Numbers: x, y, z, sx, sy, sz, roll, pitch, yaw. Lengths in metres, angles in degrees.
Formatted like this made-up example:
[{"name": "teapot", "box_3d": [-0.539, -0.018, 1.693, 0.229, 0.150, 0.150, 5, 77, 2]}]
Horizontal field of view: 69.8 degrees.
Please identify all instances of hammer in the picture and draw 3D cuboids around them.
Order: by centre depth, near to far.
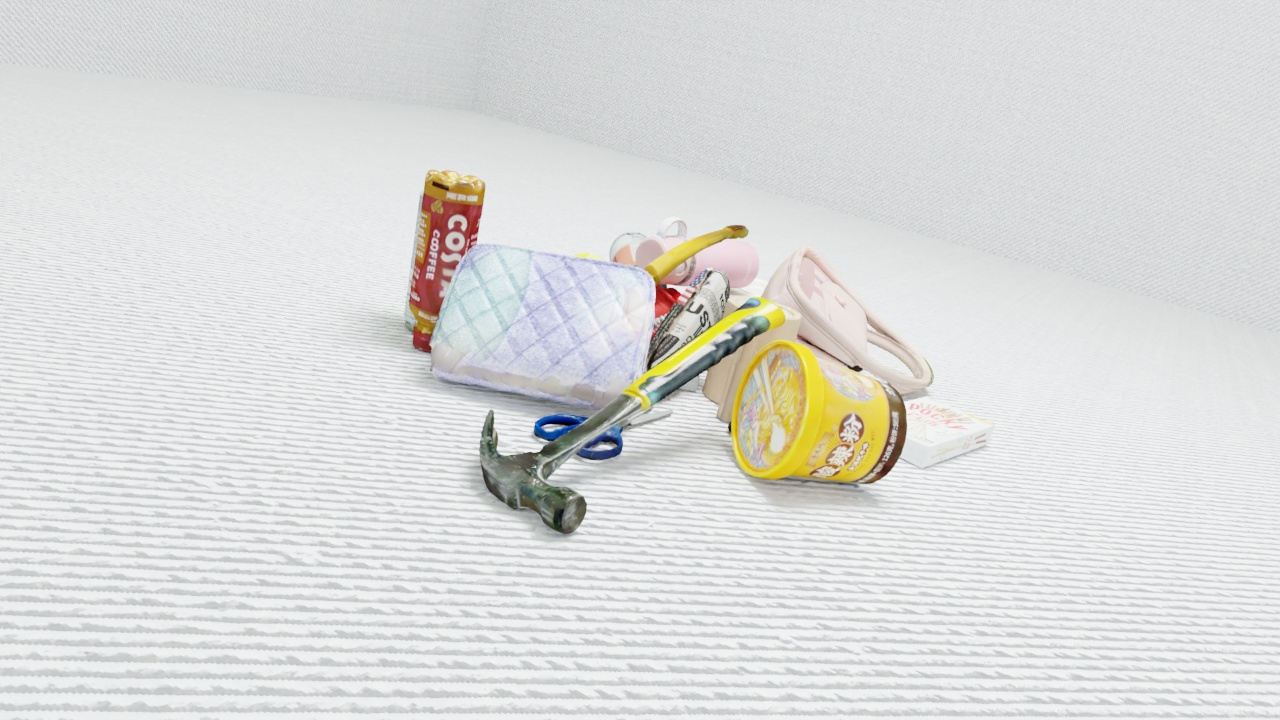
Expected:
[{"name": "hammer", "box_3d": [0.005, 0.022, 0.744, 0.126, 0.032, 0.322, 24, 42, 35]}]

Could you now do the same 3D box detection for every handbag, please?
[{"name": "handbag", "box_3d": [-0.084, -0.028, 0.846, 0.194, 0.134, 0.076, 11, -26, 9]}, {"name": "handbag", "box_3d": [0.259, -0.032, 1.142, 0.234, 0.094, 0.192, 32, 28, -1]}]

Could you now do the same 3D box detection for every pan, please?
[{"name": "pan", "box_3d": [-0.023, -0.087, 1.021, 0.356, 0.078, 0.198, -15, 25, -29]}]

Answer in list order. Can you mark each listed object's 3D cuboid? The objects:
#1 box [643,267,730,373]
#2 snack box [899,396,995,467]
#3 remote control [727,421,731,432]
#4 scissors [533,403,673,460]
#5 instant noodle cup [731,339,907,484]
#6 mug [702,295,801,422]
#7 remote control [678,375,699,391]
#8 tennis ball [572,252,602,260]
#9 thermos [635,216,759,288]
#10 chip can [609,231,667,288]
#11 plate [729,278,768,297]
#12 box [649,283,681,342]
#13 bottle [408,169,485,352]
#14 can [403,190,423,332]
[{"name": "box", "box_3d": [0.051, -0.028, 0.938, 0.052, 0.069, 0.163, 24, 59, 15]}, {"name": "snack box", "box_3d": [0.299, 0.073, 0.965, 0.085, 0.027, 0.156, 27, 23, 39]}, {"name": "remote control", "box_3d": [0.143, 0.060, 0.901, 0.136, 0.024, 0.053, -3, 24, -40]}, {"name": "scissors", "box_3d": [-0.032, 0.054, 0.822, 0.133, 0.012, 0.172, 12, 16, 0]}, {"name": "instant noodle cup", "box_3d": [0.156, 0.052, 0.796, 0.114, 0.118, 0.118, 14, 16, -23]}, {"name": "mug", "box_3d": [0.111, -0.003, 0.939, 0.084, 0.104, 0.124, 17, 18, 14]}, {"name": "remote control", "box_3d": [-0.006, 0.006, 0.973, 0.135, 0.019, 0.056, 10, 18, -8]}, {"name": "tennis ball", "box_3d": [-0.073, -0.109, 1.205, 0.065, 0.065, 0.065, 11, 18, -4]}, {"name": "thermos", "box_3d": [0.078, -0.138, 1.200, 0.067, 0.087, 0.198, 29, 19, 37]}, {"name": "chip can", "box_3d": [-0.005, -0.127, 1.299, 0.071, 0.071, 0.214, 10, 18, -8]}, {"name": "plate", "box_3d": [0.163, -0.081, 1.318, 0.205, 0.046, 0.204, 11, 18, -4]}, {"name": "box", "box_3d": [-0.006, -0.049, 1.097, 0.161, 0.058, 0.201, -3, 20, -12]}, {"name": "bottle", "box_3d": [-0.192, -0.094, 0.897, 0.057, 0.175, 0.057, 11, 18, -4]}, {"name": "can", "box_3d": [-0.209, -0.102, 0.955, 0.058, 0.147, 0.058, 11, 17, -4]}]
